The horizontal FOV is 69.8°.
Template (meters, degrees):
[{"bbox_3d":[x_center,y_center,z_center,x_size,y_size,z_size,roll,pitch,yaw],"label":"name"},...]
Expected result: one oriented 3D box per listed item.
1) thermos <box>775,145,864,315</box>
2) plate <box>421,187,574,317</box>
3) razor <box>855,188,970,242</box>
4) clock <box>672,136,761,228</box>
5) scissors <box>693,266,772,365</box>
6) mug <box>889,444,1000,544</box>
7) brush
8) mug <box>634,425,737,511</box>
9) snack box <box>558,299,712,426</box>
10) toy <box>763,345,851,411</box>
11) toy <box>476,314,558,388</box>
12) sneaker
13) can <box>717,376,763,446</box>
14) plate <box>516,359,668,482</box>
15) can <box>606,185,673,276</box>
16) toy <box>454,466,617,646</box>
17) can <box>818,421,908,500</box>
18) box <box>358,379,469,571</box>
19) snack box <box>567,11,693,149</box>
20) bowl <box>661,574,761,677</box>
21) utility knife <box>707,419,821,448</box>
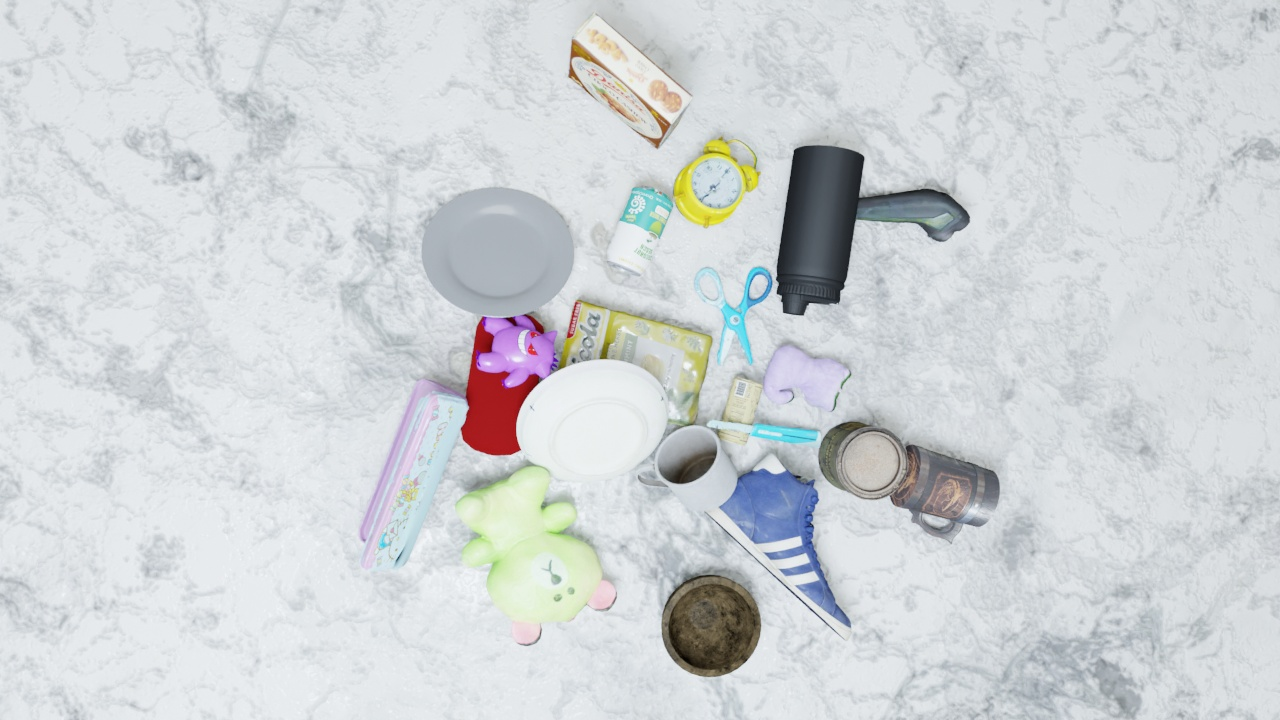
[{"bbox_3d":[0.215,-0.152,1.117,0.086,0.086,0.198,8,90,-6],"label":"thermos"},{"bbox_3d":[-0.168,-0.128,1.089,0.178,0.012,0.178,3,65,-7],"label":"plate"},{"bbox_3d":[0.334,-0.182,1.151,0.151,0.054,0.067,0,108,0],"label":"razor"},{"bbox_3d":[0.093,-0.219,1.120,0.083,0.057,0.118,42,79,-5],"label":"clock"},{"bbox_3d":[0.128,-0.058,1.148,0.118,0.013,0.140,-20,90,-5],"label":"scissors"},{"bbox_3d":[0.372,0.172,1.149,0.107,0.079,0.116,16,117,-7],"label":"mug"},{"bbox_3d":[-0.165,0.027,1.105,0.082,0.042,0.173,9,90,-6],"label":"brush"},{"bbox_3d":[0.055,0.134,1.102,0.113,0.084,0.070,-19,136,17],"label":"mug"},{"bbox_3d":[-0.007,0.006,1.118,0.181,0.045,0.121,14,90,-5],"label":"snack box"},{"bbox_3d":[0.204,0.026,1.145,0.099,0.036,0.080,23,98,0],"label":"toy"},{"bbox_3d":[-0.139,-0.009,1.057,0.088,0.056,0.105,5,56,-1],"label":"toy"},{"bbox_3d":[0.202,0.218,1.124,0.233,0.091,0.118,42,84,4],"label":"sneaker"},{"bbox_3d":[0.123,0.063,1.135,0.038,0.038,0.079,16,89,-6],"label":"can"},{"bbox_3d":[-0.052,0.081,1.070,0.182,0.034,0.183,-8,128,-10],"label":"plate"},{"bbox_3d":[-0.002,-0.157,1.112,0.055,0.055,0.101,22,88,-5],"label":"can"},{"bbox_3d":[-0.132,0.226,1.086,0.150,0.107,0.197,-24,102,-21],"label":"toy"},{"bbox_3d":[0.274,0.123,1.132,0.090,0.074,0.090,0,91,-6],"label":"can"},{"bbox_3d":[-0.278,0.127,1.050,0.090,0.091,0.214,23,92,28],"label":"box"},{"bbox_3d":[-0.015,-0.318,1.063,0.143,0.147,0.041,39,87,-5],"label":"snack box"},{"bbox_3d":[0.082,0.319,1.125,0.121,0.056,0.121,0,91,-6],"label":"bowl"},{"bbox_3d":[0.152,0.089,1.123,0.166,0.015,0.022,8,101,-25],"label":"utility knife"}]
